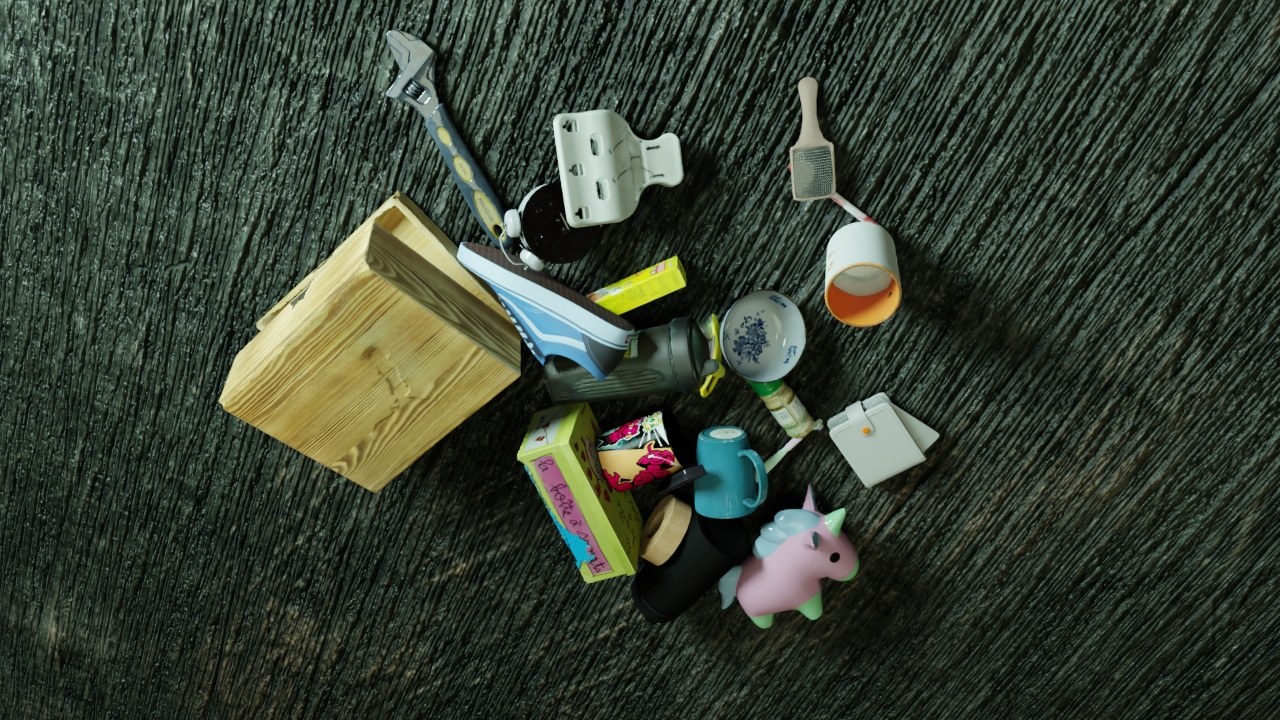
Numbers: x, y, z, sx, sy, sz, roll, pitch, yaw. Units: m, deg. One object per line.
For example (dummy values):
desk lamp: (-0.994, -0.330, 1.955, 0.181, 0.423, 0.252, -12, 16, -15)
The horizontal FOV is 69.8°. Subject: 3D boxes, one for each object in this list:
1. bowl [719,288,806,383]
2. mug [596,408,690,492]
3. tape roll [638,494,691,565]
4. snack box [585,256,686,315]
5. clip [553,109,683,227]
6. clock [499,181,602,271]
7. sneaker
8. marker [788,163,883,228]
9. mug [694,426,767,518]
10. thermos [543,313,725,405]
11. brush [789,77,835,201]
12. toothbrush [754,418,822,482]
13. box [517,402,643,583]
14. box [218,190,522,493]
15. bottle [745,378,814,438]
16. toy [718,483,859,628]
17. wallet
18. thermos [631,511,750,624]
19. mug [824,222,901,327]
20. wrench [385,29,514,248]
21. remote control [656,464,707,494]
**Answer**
bowl: (0.142, -0.030, 1.123, 0.114, 0.045, 0.114, -1, 93, -21)
mug: (0.012, 0.127, 1.214, 0.098, 0.081, 0.118, -22, 140, 15)
tape roll: (0.032, 0.230, 1.248, 0.027, 0.093, 0.094, 32, 115, -10)
snack box: (-0.015, -0.082, 1.126, 0.148, 0.040, 0.029, -23, 113, 15)
clip: (-0.029, -0.221, 1.046, 0.151, 0.101, 0.126, -13, 103, -28)
clock: (-0.107, -0.156, 1.073, 0.122, 0.035, 0.094, -32, 110, -13)
sneaker: (-0.130, -0.052, 1.096, 0.241, 0.083, 0.098, 31, 107, 10)
marker: (0.230, -0.187, 1.066, 0.142, 0.012, 0.013, 34, 114, -12)
mug: (0.120, 0.145, 1.192, 0.112, 0.084, 0.104, 12, 111, 50)
thermos: (-0.007, 0.007, 1.144, 0.221, 0.098, 0.098, -10, 115, 15)
brush: (0.192, -0.247, 1.029, 0.050, 0.015, 0.136, -7, 109, 1)
toothbrush: (0.185, 0.129, 1.227, 0.155, 0.022, 0.015, -45, 79, 24)
box: (-0.072, 0.173, 1.215, 0.079, 0.124, 0.221, -19, 112, 16)
box: (-0.313, -0.015, 1.137, 0.280, 0.191, 0.251, -38, 122, 20)
bottle: (0.180, 0.050, 1.174, 0.043, 0.043, 0.111, -32, 110, 19)
toy: (0.193, 0.278, 1.254, 0.222, 0.119, 0.171, -18, 118, 19)
wallet: (0.318, 0.097, 1.187, 0.115, 0.037, 0.118, -30, 113, 18)
thermos: (0.059, 0.291, 1.272, 0.086, 0.086, 0.199, 32, 123, -10)
mug: (0.254, -0.100, 1.049, 0.082, 0.105, 0.082, 6, 126, 8)
wrench: (-0.220, -0.253, 1.070, 0.073, 0.022, 0.273, -25, 111, 9)
remote control: (0.051, 0.157, 1.203, 0.032, 0.137, 0.015, -15, 79, -19)
